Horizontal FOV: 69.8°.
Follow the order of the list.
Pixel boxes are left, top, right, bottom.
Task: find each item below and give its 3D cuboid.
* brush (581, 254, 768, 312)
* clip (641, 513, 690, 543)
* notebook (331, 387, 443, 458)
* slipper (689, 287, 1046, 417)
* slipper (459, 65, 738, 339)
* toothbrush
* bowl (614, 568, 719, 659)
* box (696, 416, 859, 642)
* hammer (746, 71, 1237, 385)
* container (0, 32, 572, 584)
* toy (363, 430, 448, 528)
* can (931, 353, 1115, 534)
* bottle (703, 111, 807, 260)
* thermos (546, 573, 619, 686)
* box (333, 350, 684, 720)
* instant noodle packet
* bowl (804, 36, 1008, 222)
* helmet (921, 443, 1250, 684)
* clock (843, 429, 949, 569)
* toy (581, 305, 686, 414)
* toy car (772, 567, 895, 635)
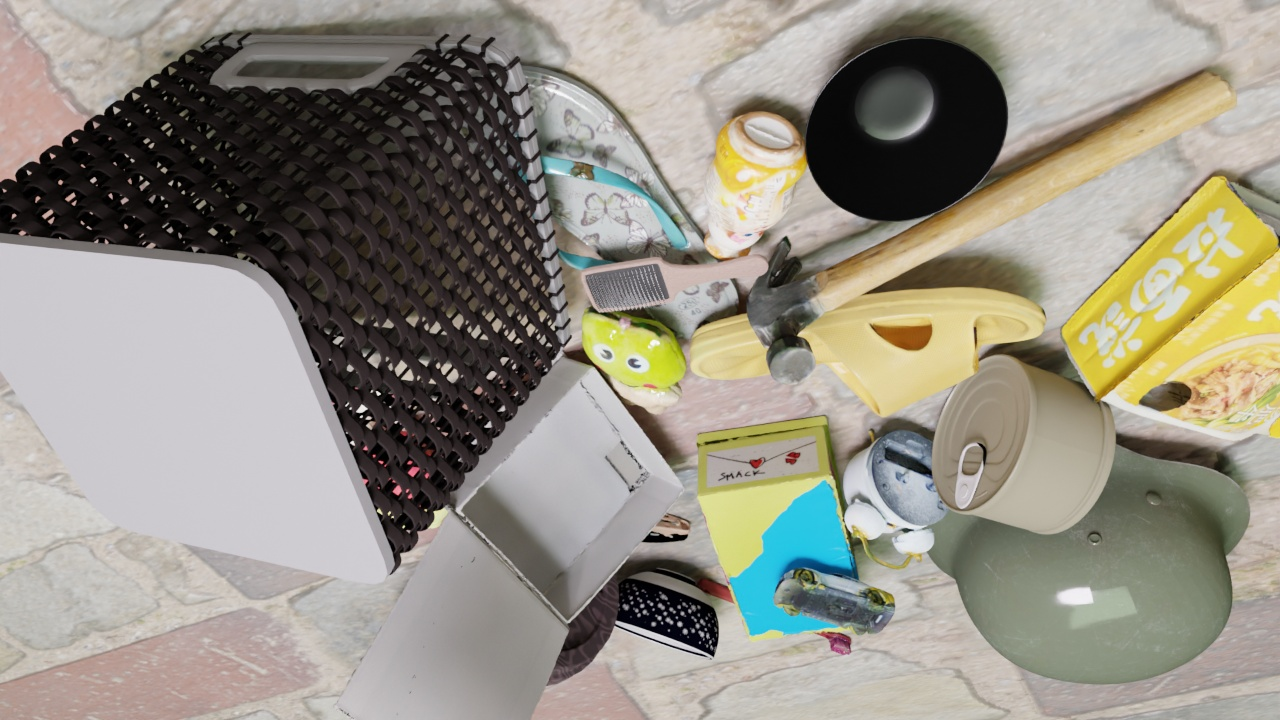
[{"bbox_3d":[0.026,-0.057,0.669,0.136,0.015,0.050,-8,144,12],"label":"brush"},{"bbox_3d":[0.016,0.168,0.893,0.061,0.025,0.045,16,128,-12],"label":"clip"},{"bbox_3d":[-0.292,0.101,0.880,0.209,0.012,0.153,-19,123,19],"label":"notebook"},{"bbox_3d":[0.166,0.000,0.688,0.264,0.078,0.099,-6,160,16],"label":"slipper"},{"bbox_3d":[-0.019,-0.105,0.662,0.098,0.054,0.268,-34,119,26],"label":"slipper"},{"bbox_3d":[0.143,0.271,0.966,0.190,0.016,0.016,25,127,-14],"label":"toothbrush"},{"bbox_3d":[0.025,0.247,0.920,0.120,0.066,0.120,18,161,6],"label":"bowl"},{"bbox_3d":[0.132,0.162,0.845,0.124,0.079,0.221,-12,128,14],"label":"box"},{"bbox_3d":[0.223,-0.099,0.617,0.331,0.132,0.033,-27,121,12],"label":"hammer"},{"bbox_3d":[-0.214,-0.040,0.578,0.248,0.242,0.246,7,130,18],"label":"container"},{"bbox_3d":[-0.218,0.111,0.844,0.091,0.045,0.135,-1,135,2],"label":"toy"},{"bbox_3d":[0.295,0.066,0.716,0.073,0.127,0.128,17,128,-10],"label":"can"},{"bbox_3d":[0.073,-0.116,0.636,0.063,0.063,0.109,13,142,-4],"label":"bottle"},{"bbox_3d":[-0.152,0.256,0.899,0.172,0.172,0.227,33,131,-19],"label":"thermos"},{"bbox_3d":[-0.123,0.194,0.704,0.108,0.417,0.166,1,136,46],"label":"box"},{"bbox_3d":[0.459,-0.016,0.672,0.221,0.084,0.163,17,130,-16],"label":"instant noodle packet"},{"bbox_3d":[0.168,-0.158,0.598,0.124,0.052,0.124,3,129,4],"label":"bowl"},{"bbox_3d":[0.389,0.188,0.785,0.268,0.153,0.227,-16,125,18],"label":"helmet"},{"bbox_3d":[0.214,0.117,0.772,0.083,0.117,0.057,23,151,-13],"label":"clock"},{"bbox_3d":[-0.004,0.004,0.744,0.092,0.043,0.118,17,147,20],"label":"toy"},{"bbox_3d":[0.170,0.208,0.808,0.105,0.033,0.048,16,130,-3],"label":"toy car"}]
